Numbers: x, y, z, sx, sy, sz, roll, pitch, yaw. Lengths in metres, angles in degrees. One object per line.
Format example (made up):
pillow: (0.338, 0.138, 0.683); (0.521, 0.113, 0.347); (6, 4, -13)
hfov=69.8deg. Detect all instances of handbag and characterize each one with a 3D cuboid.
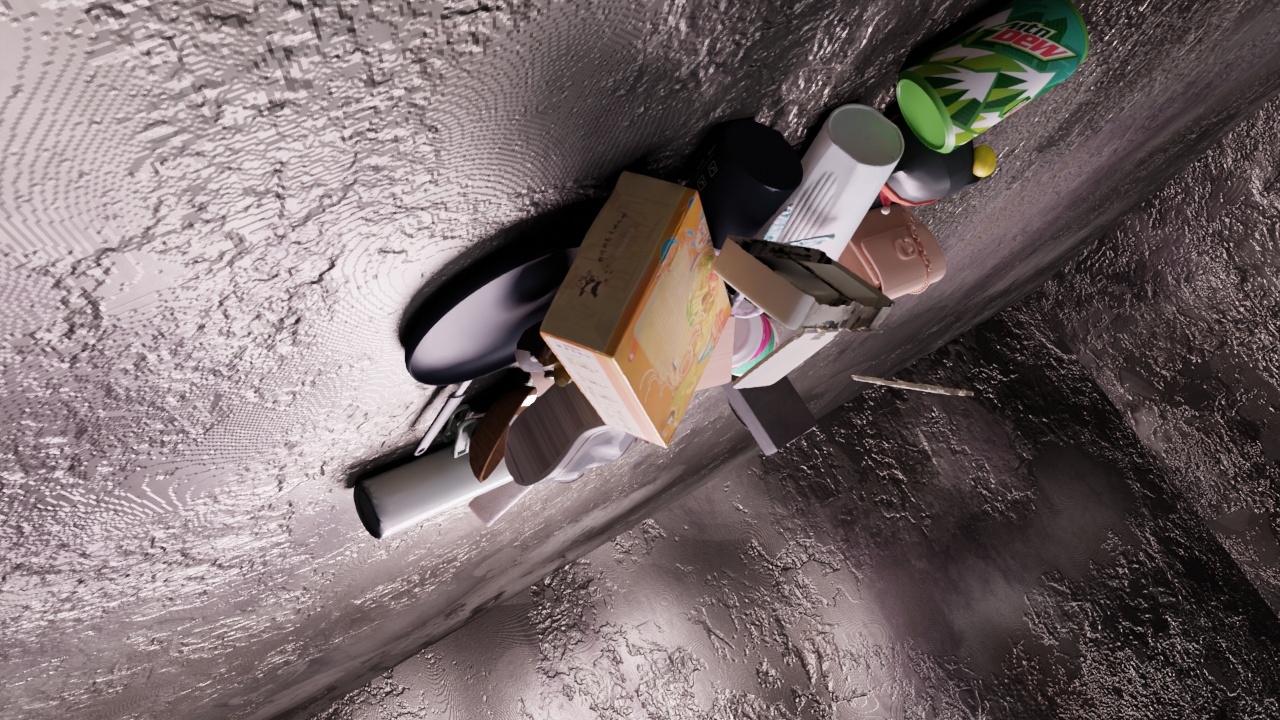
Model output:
handbag: (0.289, -0.105, 1.197); (0.198, 0.116, 0.188); (-20, 161, -41)
handbag: (0.163, 0.061, 1.384); (0.072, 0.175, 0.196); (-30, 169, -13)

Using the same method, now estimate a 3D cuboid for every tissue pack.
tissue pack: (-0.156, 0.138, 1.208); (0.182, 0.071, 0.103); (-40, 179, 36)

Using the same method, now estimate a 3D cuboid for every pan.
pan: (-0.145, 0.000, 0.824); (0.198, 0.021, 0.358); (-19, 160, -42)

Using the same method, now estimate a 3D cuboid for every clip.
clip: (-0.190, 0.072, 0.966); (0.023, 0.047, 0.076); (-25, 162, -32)

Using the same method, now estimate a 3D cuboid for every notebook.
notebook: (-0.006, 0.006, 0.970); (0.210, 0.022, 0.169); (-14, 154, -3)

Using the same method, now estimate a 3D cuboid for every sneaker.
sneaker: (-0.029, 0.048, 0.908); (0.237, 0.099, 0.089); (-36, 158, 27)

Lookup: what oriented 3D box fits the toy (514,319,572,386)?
toy: (-0.064, -0.002, 0.808); (0.076, 0.062, 0.100); (-19, 153, 22)

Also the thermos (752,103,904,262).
thermos: (0.172, -0.144, 0.883); (0.099, 0.099, 0.221); (-25, 160, -26)

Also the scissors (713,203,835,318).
scissors: (0.112, -0.089, 0.887); (0.173, 0.014, 0.158); (-13, 142, 24)

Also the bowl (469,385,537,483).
bowl: (-0.152, 0.072, 0.980); (0.118, 0.030, 0.118); (-60, 178, -4)

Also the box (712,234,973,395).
box: (0.146, -0.004, 0.722); (0.143, 0.194, 0.101); (0, 125, -46)

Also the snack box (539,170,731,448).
snack box: (-0.001, -0.036, 0.735); (0.145, 0.081, 0.195); (-64, 158, -17)

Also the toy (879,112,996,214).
toy: (0.271, -0.200, 0.904); (0.099, 0.097, 0.119); (-30, -172, -9)

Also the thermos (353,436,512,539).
thermos: (-0.205, 0.127, 1.039); (0.229, 0.068, 0.068); (-22, 163, -35)

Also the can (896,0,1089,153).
can: (0.306, -0.253, 0.802); (0.144, 0.083, 0.083); (-32, 166, 0)

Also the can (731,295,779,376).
can: (0.123, -0.028, 1.164); (0.088, 0.088, 0.165); (-35, 166, 11)

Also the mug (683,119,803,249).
mug: (0.085, -0.149, 0.742); (0.078, 0.071, 0.104); (-48, -175, 47)

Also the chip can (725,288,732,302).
chip can: (0.026, -0.006, 1.069); (0.073, 0.073, 0.234); (-22, 162, -35)
